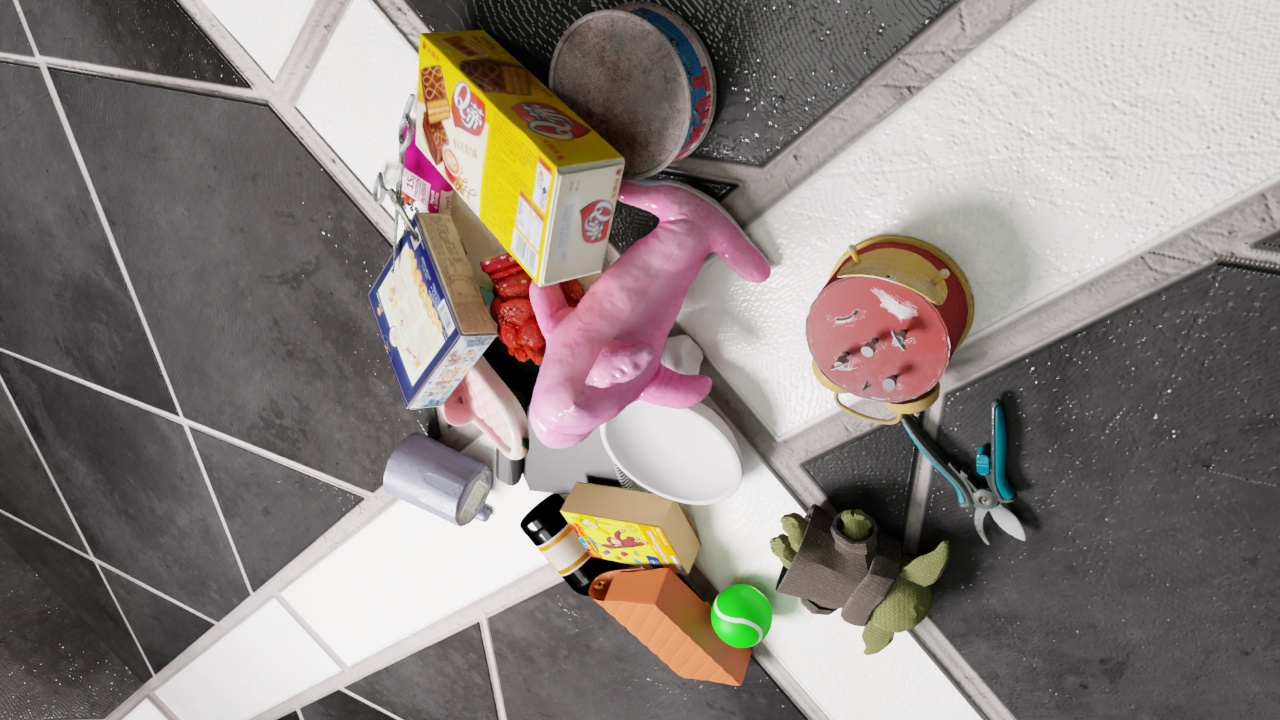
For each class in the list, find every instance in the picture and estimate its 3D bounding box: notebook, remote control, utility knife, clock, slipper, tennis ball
[{"bbox_3d":[-0.097,0.062,1.005,0.149,0.016,0.207,0,120,35],"label":"notebook"},{"bbox_3d":[-0.149,0.083,1.035,0.033,0.015,0.147,25,132,20],"label":"remote control"},{"bbox_3d":[-0.174,-0.072,0.963,0.165,0.015,0.022,19,123,25],"label":"utility knife"},{"bbox_3d":[0.187,-0.013,0.716,0.117,0.081,0.159,19,129,22],"label":"clock"},{"bbox_3d":[-0.193,0.033,0.994,0.221,0.055,0.107,38,141,32],"label":"slipper"},{"bbox_3d":[0.108,0.272,0.979,0.065,0.065,0.065,18,129,23],"label":"tennis ball"}]

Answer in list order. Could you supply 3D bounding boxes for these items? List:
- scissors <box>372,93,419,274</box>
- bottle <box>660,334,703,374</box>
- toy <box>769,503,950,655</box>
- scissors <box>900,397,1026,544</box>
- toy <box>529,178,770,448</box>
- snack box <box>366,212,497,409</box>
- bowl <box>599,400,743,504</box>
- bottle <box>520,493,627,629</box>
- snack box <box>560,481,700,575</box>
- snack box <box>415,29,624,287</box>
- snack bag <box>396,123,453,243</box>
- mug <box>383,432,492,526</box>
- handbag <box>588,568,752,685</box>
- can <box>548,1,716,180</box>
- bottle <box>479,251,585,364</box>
[{"bbox_3d":[-0.236,-0.171,0.892,0.142,0.014,0.175,31,115,52],"label":"scissors"},{"bbox_3d":[-0.005,0.005,0.884,0.136,0.044,0.044,-9,115,38],"label":"bottle"},{"bbox_3d":[0.197,0.196,0.858,0.153,0.078,0.180,23,131,8],"label":"toy"},{"bbox_3d":[0.275,0.089,0.773,0.124,0.019,0.155,19,128,23],"label":"scissors"},{"bbox_3d":[-0.014,-0.022,0.770,0.186,0.127,0.266,33,104,-4],"label":"toy"},{"bbox_3d":[-0.212,-0.048,0.915,0.145,0.042,0.144,-44,62,43],"label":"snack box"},{"bbox_3d":[0.036,0.077,0.901,0.150,0.043,0.150,18,138,16],"label":"bowl"},{"bbox_3d":[-0.063,0.242,1.077,0.181,0.059,0.059,51,134,-7],"label":"bottle"},{"bbox_3d":[-0.010,0.181,0.996,0.126,0.040,0.088,3,138,32],"label":"snack box"},{"bbox_3d":[-0.108,-0.173,0.753,0.230,0.061,0.110,48,141,33],"label":"snack box"},{"bbox_3d":[-0.226,-0.141,0.944,0.070,0.016,0.197,33,132,17],"label":"snack bag"},{"bbox_3d":[-0.243,0.155,1.133,0.104,0.083,0.124,21,154,18],"label":"mug"},{"bbox_3d":[0.034,0.295,1.035,0.109,0.060,0.172,-13,130,40],"label":"handbag"},{"bbox_3d":[-0.007,-0.212,0.726,0.130,0.044,0.130,17,124,26],"label":"can"},{"bbox_3d":[-0.095,-0.055,0.875,0.099,0.098,0.111,-11,100,38],"label":"bottle"}]
